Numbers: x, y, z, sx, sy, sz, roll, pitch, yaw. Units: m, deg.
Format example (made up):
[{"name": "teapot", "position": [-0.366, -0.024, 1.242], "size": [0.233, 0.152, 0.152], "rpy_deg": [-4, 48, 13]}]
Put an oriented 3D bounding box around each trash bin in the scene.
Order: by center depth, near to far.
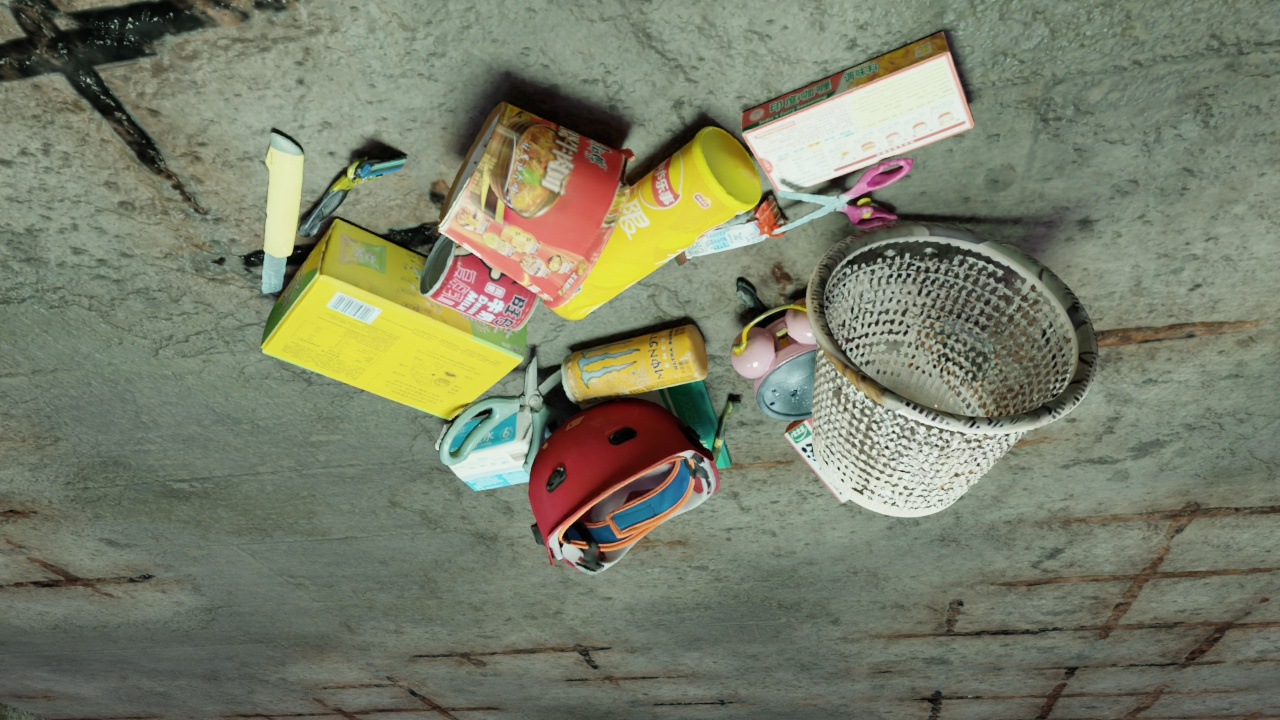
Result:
[{"name": "trash bin", "position": [0.239, 0.024, 0.789], "size": [0.227, 0.227, 0.192], "rpy_deg": [3, 139, -2]}]

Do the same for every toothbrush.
[{"name": "toothbrush", "position": [0.140, -0.027, 0.935], "size": [0.014, 0.016, 0.189], "rpy_deg": [-13, 145, 28]}, {"name": "toothbrush", "position": [0.098, 0.100, 1.114], "size": [0.017, 0.012, 0.186], "rpy_deg": [-7, 146, -11]}]

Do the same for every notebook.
[{"name": "notebook", "position": [0.022, 0.086, 1.114], "size": [0.150, 0.012, 0.209], "rpy_deg": [-8, 145, 12]}]

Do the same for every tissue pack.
[{"name": "tissue pack", "position": [-0.167, 0.105, 1.102], "size": [0.140, 0.063, 0.090], "rpy_deg": [-13, 141, 17]}]

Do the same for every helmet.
[{"name": "helmet", "position": [-0.037, 0.116, 0.996], "size": [0.207, 0.144, 0.240], "rpy_deg": [-34, 155, 0]}]

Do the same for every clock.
[{"name": "clock", "position": [0.156, -0.005, 0.908], "size": [0.117, 0.059, 0.158], "rpy_deg": [-29, 141, 19]}]

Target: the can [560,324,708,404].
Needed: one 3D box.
[{"name": "can", "position": [-0.006, 0.006, 0.951], "size": [0.146, 0.058, 0.058], "rpy_deg": [-13, 144, 20]}]

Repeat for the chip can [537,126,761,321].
[{"name": "chip can", "position": [-0.001, -0.109, 0.769], "size": [0.072, 0.072, 0.214], "rpy_deg": [28, 139, -34]}]

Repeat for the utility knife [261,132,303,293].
[{"name": "utility knife", "position": [-0.320, -0.120, 0.811], "size": [0.031, 0.022, 0.214], "rpy_deg": [14, 138, -16]}]

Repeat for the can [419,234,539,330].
[{"name": "can", "position": [-0.144, -0.071, 0.834], "size": [0.093, 0.066, 0.067], "rpy_deg": [24, 140, -29]}]

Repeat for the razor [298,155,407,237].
[{"name": "razor", "position": [-0.254, -0.141, 0.778], "size": [0.143, 0.022, 0.042], "rpy_deg": [-26, -178, 39]}]

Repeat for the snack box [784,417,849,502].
[{"name": "snack box", "position": [0.224, 0.078, 1.001], "size": [0.127, 0.044, 0.113], "rpy_deg": [49, 136, 2]}]

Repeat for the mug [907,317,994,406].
[{"name": "mug", "position": [0.309, 0.020, 0.950], "size": [0.078, 0.078, 0.123], "rpy_deg": [0, 151, 3]}]

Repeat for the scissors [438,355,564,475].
[{"name": "scissors", "position": [-0.135, 0.079, 1.008], "size": [0.170, 0.019, 0.179], "rpy_deg": [-39, 140, -17]}]

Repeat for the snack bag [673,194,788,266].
[{"name": "snack bag", "position": [0.073, -0.112, 0.800], "size": [0.104, 0.026, 0.048], "rpy_deg": [-13, 137, 22]}]

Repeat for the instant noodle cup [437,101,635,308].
[{"name": "instant noodle cup", "position": [-0.085, -0.122, 0.705], "size": [0.108, 0.137, 0.138], "rpy_deg": [26, 140, -19]}]

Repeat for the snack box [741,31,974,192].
[{"name": "snack box", "position": [0.162, -0.181, 0.692], "size": [0.156, 0.027, 0.077], "rpy_deg": [-16, 142, 25]}]

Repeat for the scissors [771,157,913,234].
[{"name": "scissors", "position": [0.168, -0.131, 0.748], "size": [0.133, 0.017, 0.136], "rpy_deg": [4, 157, -31]}]

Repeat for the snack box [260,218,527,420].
[{"name": "snack box", "position": [-0.237, -0.031, 0.895], "size": [0.210, 0.069, 0.158], "rpy_deg": [23, 141, -30]}]
